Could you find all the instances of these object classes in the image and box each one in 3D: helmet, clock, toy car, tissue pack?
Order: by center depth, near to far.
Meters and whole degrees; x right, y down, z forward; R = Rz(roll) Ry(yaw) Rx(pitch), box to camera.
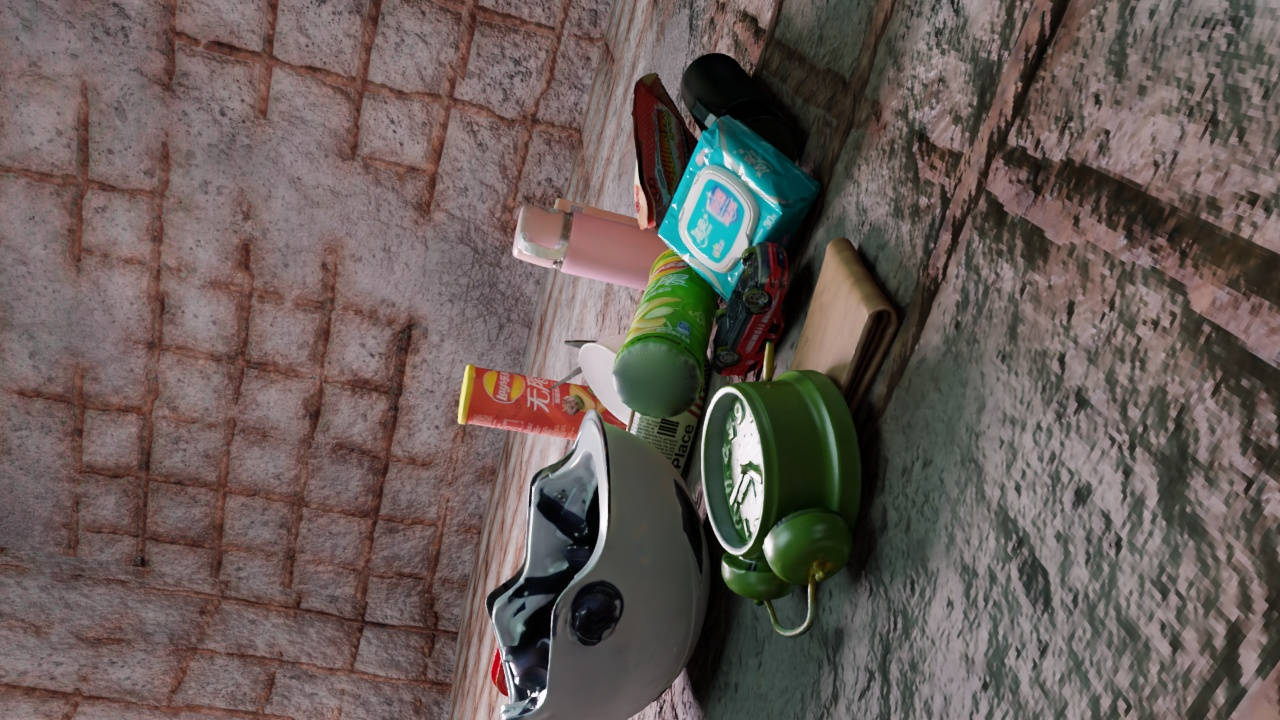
[{"bbox_3d":[0.081,0.079,0.540,0.116,0.056,0.161,121,145,-63],"label":"clock"},{"bbox_3d":[0.086,-0.036,0.694,0.121,0.045,0.052,107,168,-51],"label":"toy car"},{"bbox_3d":[0.072,-0.112,0.716,0.050,0.093,0.134,-33,-21,-37],"label":"tissue pack"},{"bbox_3d":[-0.022,0.181,0.747,0.229,0.146,0.259,-138,69,-72],"label":"helmet"}]

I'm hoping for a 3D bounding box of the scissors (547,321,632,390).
[{"bbox_3d":[-0.028,-0.016,1.041,0.159,0.180,0.014,-49,63,13],"label":"scissors"}]

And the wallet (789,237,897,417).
[{"bbox_3d":[0.120,-0.006,0.573,0.101,0.020,0.115,-96,18,-60],"label":"wallet"}]

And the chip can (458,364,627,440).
[{"bbox_3d":[-0.106,0.057,1.096,0.073,0.216,0.073,-170,91,-79],"label":"chip can"}]

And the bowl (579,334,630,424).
[{"bbox_3d":[-0.003,0.012,0.993,0.064,0.118,0.118,-40,-6,-26],"label":"bowl"}]

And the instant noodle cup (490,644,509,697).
[{"bbox_3d":[-0.110,0.343,1.123,0.124,0.116,0.116,-73,-2,-73],"label":"instant noodle cup"}]

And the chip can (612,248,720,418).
[{"bbox_3d":[0.028,-0.030,0.784,0.220,0.072,0.073,-71,-1,-62],"label":"chip can"}]

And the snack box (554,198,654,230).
[{"bbox_3d":[-0.034,-0.140,1.095,0.085,0.157,0.026,119,162,-57],"label":"snack box"}]

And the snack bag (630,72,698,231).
[{"bbox_3d":[0.029,-0.173,0.838,0.207,0.073,0.128,-6,-83,-74],"label":"snack bag"}]

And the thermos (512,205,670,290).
[{"bbox_3d":[-0.033,-0.112,0.965,0.087,0.198,0.067,-106,31,-64],"label":"thermos"}]

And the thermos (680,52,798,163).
[{"bbox_3d":[0.077,-0.229,0.828,0.068,0.090,0.242,-52,21,19],"label":"thermos"}]

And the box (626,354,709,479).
[{"bbox_3d":[0.024,0.060,0.858,0.073,0.076,0.163,-157,81,-83],"label":"box"}]
